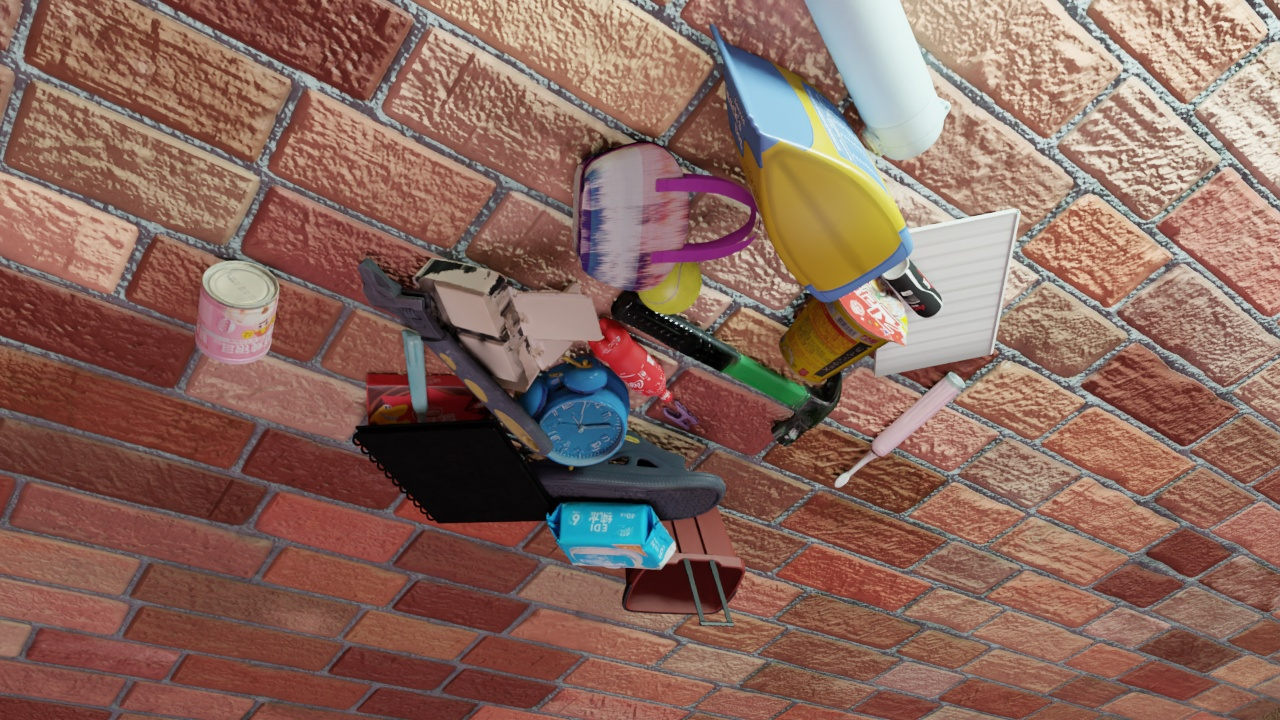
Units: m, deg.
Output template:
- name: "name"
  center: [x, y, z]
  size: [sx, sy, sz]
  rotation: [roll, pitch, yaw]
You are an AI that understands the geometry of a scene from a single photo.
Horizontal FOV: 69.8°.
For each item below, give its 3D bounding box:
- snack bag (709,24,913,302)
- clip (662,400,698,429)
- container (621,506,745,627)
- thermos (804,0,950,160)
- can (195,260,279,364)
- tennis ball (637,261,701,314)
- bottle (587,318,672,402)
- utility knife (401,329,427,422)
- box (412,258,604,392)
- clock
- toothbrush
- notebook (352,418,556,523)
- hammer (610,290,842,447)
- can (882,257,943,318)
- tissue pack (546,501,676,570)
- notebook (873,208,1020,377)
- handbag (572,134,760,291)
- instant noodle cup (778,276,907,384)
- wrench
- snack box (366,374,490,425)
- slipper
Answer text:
- name: "snack bag"
  center: [0.127, -0.171, 0.767]
  size: [0.102, 0.158, 0.205]
  rotation: [-32, 131, 20]
- name: "clip"
  center: [0.049, 0.065, 1.089]
  size: [0.036, 0.013, 0.052]
  rotation: [-35, 133, 23]
- name: "container"
  center: [0.056, 0.282, 1.170]
  size: [0.148, 0.200, 0.127]
  rotation: [7, 132, -18]
- name: "thermos"
  center: [0.194, -0.256, 0.762]
  size: [0.078, 0.065, 0.207]
  rotation: [-39, 131, 4]
- name: "can"
  center: [-0.376, -0.043, 0.856]
  size: [0.067, 0.067, 0.076]
  rotation: [11, 130, -21]
- name: "tennis ball"
  center: [0.028, -0.078, 0.905]
  size: [0.065, 0.065, 0.065]
  rotation: [-6, 135, -6]
- name: "bottle"
  center: [-0.006, 0.006, 0.996]
  size: [0.042, 0.041, 0.141]
  rotation: [-29, 135, 17]
- name: "utility knife"
  center: [-0.235, 0.036, 0.969]
  size: [0.022, 0.015, 0.159]
  rotation: [10, 126, 8]
- name: "box"
  center: [-0.115, -0.047, 0.907]
  size: [0.187, 0.100, 0.145]
  rotation: [3, 139, 14]
- name: "clock"
  center: [-0.076, 0.051, 1.013]
  size: [0.117, 0.060, 0.161]
  rotation: [-24, 129, 12]
- name: "toothbrush"
  center: [0.321, 0.094, 1.163]
  size: [0.027, 0.026, 0.223]
  rotation: [45, 123, 8]
- name: "notebook"
  center: [-0.206, 0.133, 1.048]
  size: [0.169, 0.019, 0.232]
  rotation: [-3, 146, 12]
- name: "hammer"
  center: [0.101, 0.001, 1.023]
  size: [0.318, 0.032, 0.130]
  rotation: [26, 125, -31]
- name: "can"
  center: [0.288, -0.077, 0.969]
  size: [0.032, 0.031, 0.080]
  rotation: [-36, 130, 22]
- name: "tissue pack"
  center: [-0.036, 0.211, 1.095]
  size: [0.144, 0.061, 0.093]
  rotation: [0, 150, 18]
- name: "notebook"
  center: [0.334, -0.069, 1.016]
  size: [0.142, 0.009, 0.210]
  rotation: [-11, 135, 0]
- name: "handbag"
  center: [0.026, -0.131, 0.838]
  size: [0.170, 0.068, 0.145]
  rotation: [-1, 116, -10]
- name: "instant noodle cup"
  center: [0.206, -0.034, 0.974]
  size: [0.100, 0.100, 0.113]
  rotation: [17, 139, -26]
- name: "wrench"
  center: [-0.180, 0.003, 0.915]
  size: [0.074, 0.022, 0.273]
  rotation: [-13, 126, 45]
- name: "snack box"
  center: [-0.232, 0.054, 1.012]
  size: [0.133, 0.021, 0.089]
  rotation: [1, 132, -12]
- name: "slipper"
  center: [-0.029, 0.136, 1.107]
  size: [0.268, 0.083, 0.111]
  rotation: [0, 148, 12]
